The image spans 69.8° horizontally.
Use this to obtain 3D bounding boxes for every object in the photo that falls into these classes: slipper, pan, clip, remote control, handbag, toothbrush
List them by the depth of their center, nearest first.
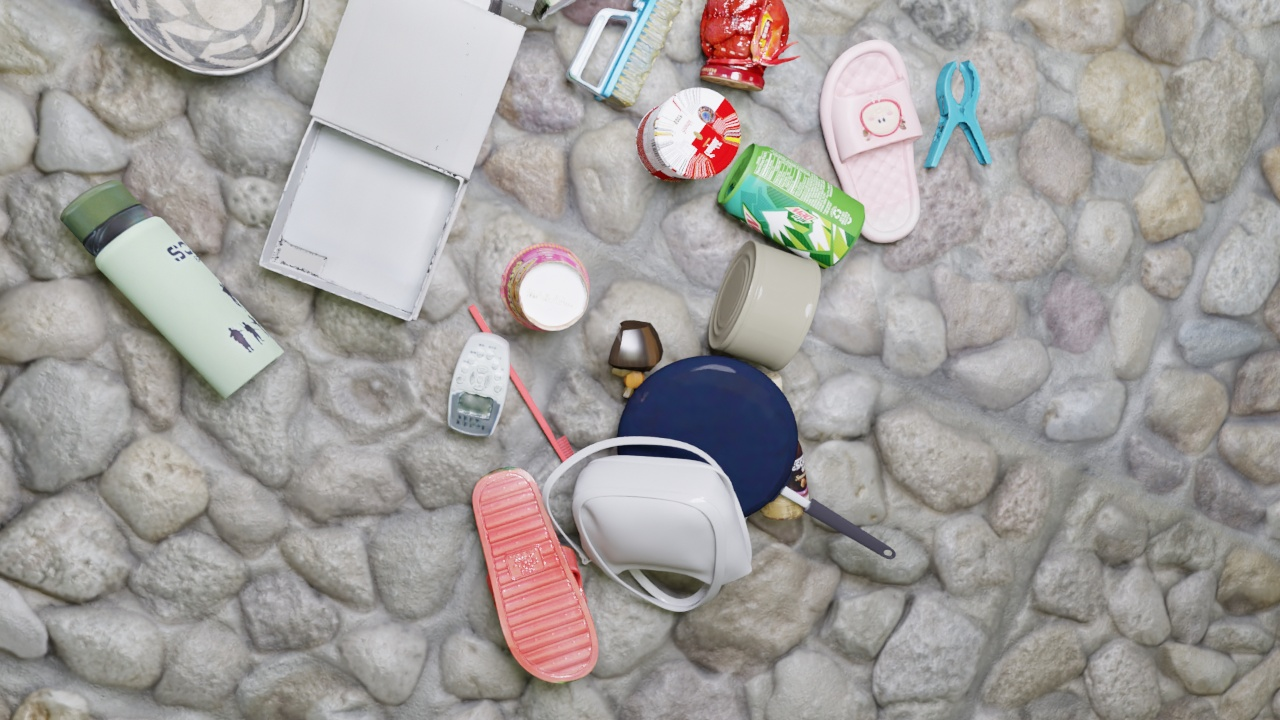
[{"bbox_3d":[-0.173,0.026,0.993,0.060,0.028,0.114,15,104,-4],"label":"remote control"},{"bbox_3d":[0.014,0.197,1.011,0.216,0.095,0.223,2,130,17],"label":"handbag"},{"bbox_3d":[0.140,0.133,1.018,0.356,0.021,0.199,32,105,-9],"label":"pan"},{"bbox_3d":[-0.128,0.028,1.018,0.018,0.012,0.212,-31,103,-4],"label":"toothbrush"},{"bbox_3d":[0.262,-0.240,1.021,0.106,0.055,0.222,-14,103,-6],"label":"slipper"},{"bbox_3d":[-0.121,0.240,1.032,0.103,0.059,0.248,-21,87,-5],"label":"slipper"},{"bbox_3d":[0.353,-0.279,1.047,0.102,0.027,0.119,-4,100,-12],"label":"clip"}]

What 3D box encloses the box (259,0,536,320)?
[{"bbox_3d":[-0.240,-0.229,0.912,0.166,0.098,0.369,20,102,-13],"label":"box"}]

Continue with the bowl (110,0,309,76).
[{"bbox_3d":[-0.400,-0.357,0.870,0.178,0.081,0.178,-2,100,-10],"label":"bowl"}]

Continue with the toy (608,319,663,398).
[{"bbox_3d":[-0.006,0.006,1.016,0.076,0.063,0.100,-18,114,-45],"label":"toy"}]

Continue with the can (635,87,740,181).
[{"bbox_3d":[0.047,-0.230,0.952,0.086,0.116,0.087,-2,99,-10],"label":"can"}]

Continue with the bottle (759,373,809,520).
[{"bbox_3d":[0.156,0.098,1.056,0.059,0.059,0.166,-11,101,-8],"label":"bottle"}]

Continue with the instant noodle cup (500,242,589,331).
[{"bbox_3d":[-0.094,-0.072,0.958,0.097,0.108,0.098,-2,100,-11],"label":"instant noodle cup"}]

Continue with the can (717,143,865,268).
[{"bbox_3d":[0.164,-0.168,0.999,0.144,0.083,0.083,28,93,-12],"label":"can"}]

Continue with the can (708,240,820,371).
[{"bbox_3d":[0.132,-0.060,0.991,0.073,0.128,0.128,18,95,-11],"label":"can"}]

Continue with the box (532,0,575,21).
[{"bbox_3d":[-0.024,-0.414,0.912,0.205,0.117,0.051,-31,108,-2],"label":"box"}]

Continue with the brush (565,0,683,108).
[{"bbox_3d":[-0.015,-0.337,0.955,0.075,0.055,0.136,26,93,-18],"label":"brush"}]

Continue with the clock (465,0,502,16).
[{"bbox_3d":[-0.190,-0.366,0.925,0.122,0.044,0.091,-9,101,-9],"label":"clock"}]

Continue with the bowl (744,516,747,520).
[{"bbox_3d":[0.077,0.146,1.054,0.106,0.039,0.106,0,106,1],"label":"bowl"}]

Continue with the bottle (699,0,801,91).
[{"bbox_3d":[0.112,-0.343,0.957,0.099,0.099,0.111,10,102,-12],"label":"bottle"}]

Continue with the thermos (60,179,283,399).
[{"bbox_3d":[-0.466,-0.070,0.911,0.082,0.082,0.231,-40,104,-2],"label":"thermos"}]
